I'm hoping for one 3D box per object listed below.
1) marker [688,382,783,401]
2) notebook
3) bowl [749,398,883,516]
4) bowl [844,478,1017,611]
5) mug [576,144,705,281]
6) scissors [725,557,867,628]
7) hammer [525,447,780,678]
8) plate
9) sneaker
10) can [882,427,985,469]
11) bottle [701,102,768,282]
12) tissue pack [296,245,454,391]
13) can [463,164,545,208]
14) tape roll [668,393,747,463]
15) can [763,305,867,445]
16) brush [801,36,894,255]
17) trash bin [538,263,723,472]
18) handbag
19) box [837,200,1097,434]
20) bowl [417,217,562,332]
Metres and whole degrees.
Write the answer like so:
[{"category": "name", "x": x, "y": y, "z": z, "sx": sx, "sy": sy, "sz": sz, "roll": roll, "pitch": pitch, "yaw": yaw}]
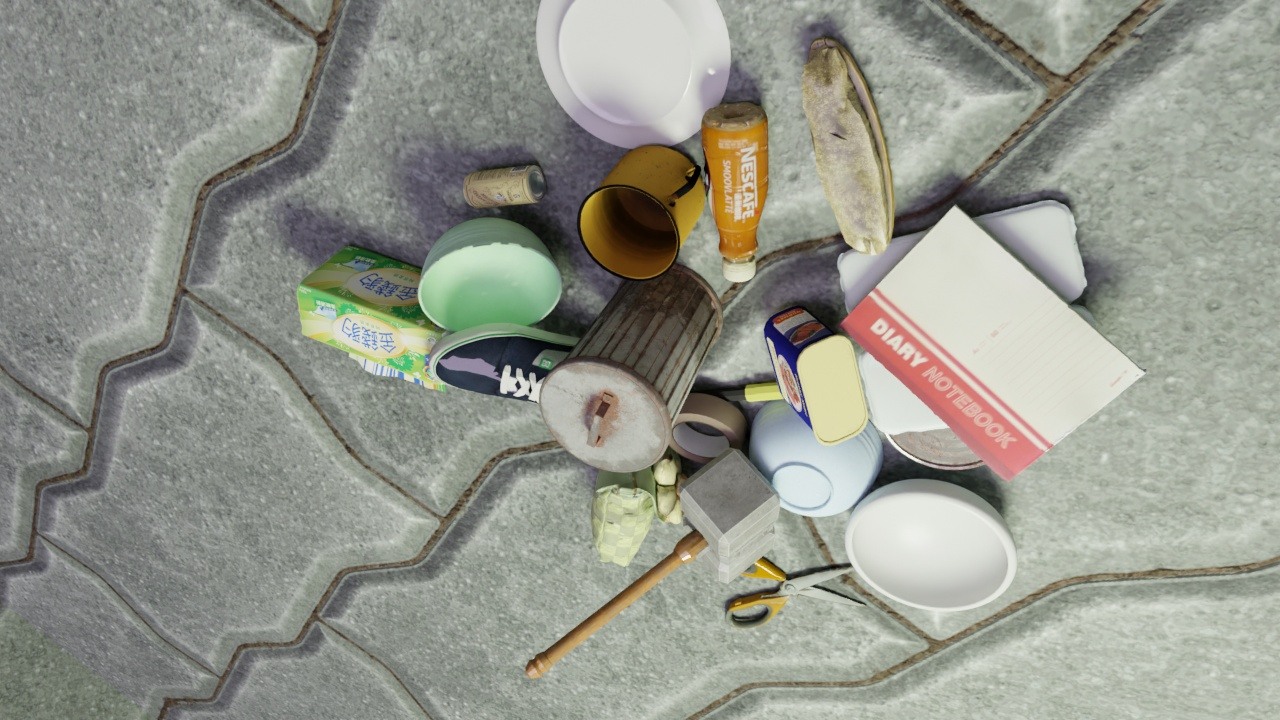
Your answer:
[{"category": "marker", "x": 0.107, "y": 0.037, "z": 1.013, "sx": 0.124, "sy": 0.017, "sz": 0.021, "roll": -6, "pitch": 166, "yaw": 30}, {"category": "notebook", "x": 0.301, "y": -0.012, "z": 0.807, "sx": 0.209, "sy": 0.012, "sz": 0.153, "roll": 44, "pitch": 119, "yaw": 8}, {"category": "bowl", "x": 0.184, "y": 0.116, "z": 1.001, "sx": 0.151, "sy": 0.074, "sz": 0.151, "roll": 13, "pitch": 130, "yaw": 16}, {"category": "bowl", "x": 0.316, "y": 0.189, "z": 0.999, "sx": 0.177, "sy": 0.066, "sz": 0.177, "roll": 13, "pitch": 129, "yaw": 16}, {"category": "mug", "x": 0.012, "y": -0.148, "z": 0.866, "sx": 0.124, "sy": 0.093, "sz": 0.100, "roll": -29, "pitch": 111, "yaw": 40}, {"category": "scissors", "x": 0.174, "y": 0.297, "z": 1.183, "sx": 0.225, "sy": 0.016, "sz": 0.217, "roll": 17, "pitch": 130, "yaw": 10}, {"category": "hammer", "x": 0.006, "y": 0.243, "z": 1.005, "sx": 0.083, "sy": 0.317, "sz": 0.163, "roll": 48, "pitch": 165, "yaw": 25}, {"category": "plate", "x": -0.012, "y": -0.277, "z": 0.832, "sx": 0.189, "sy": 0.016, "sz": 0.189, "roll": 13, "pitch": 129, "yaw": 16}, {"category": "sneaker", "x": -0.113, "y": 0.019, "z": 1.000, "sx": 0.235, "sy": 0.079, "sz": 0.084, "roll": 5, "pitch": 126, "yaw": -9}, {"category": "can", "x": 0.305, "y": 0.045, "z": 0.910, "sx": 0.130, "sy": 0.044, "sz": 0.130, "roll": 13, "pitch": 129, "yaw": 16}, {"category": "bottle", "x": 0.090, "y": -0.151, "z": 0.852, "sx": 0.059, "sy": 0.059, "sz": 0.167, "roll": 8, "pitch": 128, "yaw": 20}, {"category": "tissue pack", "x": -0.293, "y": -0.031, "z": 1.092, "sx": 0.198, "sy": 0.120, "sz": 0.142, "roll": 23, "pitch": 130, "yaw": 15}, {"category": "can", "x": -0.142, "y": -0.180, "z": 0.952, "sx": 0.080, "sy": 0.038, "sz": 0.038, "roll": -1, "pitch": 124, "yaw": 25}, {"category": "tape roll", "x": 0.072, "y": 0.078, "z": 1.039, "sx": 0.094, "sy": 0.030, "sz": 0.094, "roll": 14, "pitch": 143, "yaw": 11}, {"category": "can", "x": 0.171, "y": 0.012, "z": 0.908, "sx": 0.056, "sy": 0.092, "sz": 0.116, "roll": -23, "pitch": 119, "yaw": -5}, {"category": "brush", "x": 0.180, "y": -0.180, "z": 0.792, "sx": 0.059, "sy": 0.043, "sz": 0.195, "roll": -8, "pitch": 114, "yaw": 28}, {"category": "trash bin", "x": -0.005, "y": 0.005, "z": 0.913, "sx": 0.131, "sy": 0.210, "sz": 0.131, "roll": 13, "pitch": 129, "yaw": 16}, {"category": "handbag", "x": 0.001, "y": 0.168, "z": 1.113, "sx": 0.117, "sy": 0.113, "sz": 0.187, "roll": 12, "pitch": 133, "yaw": 0}, {"category": "box", "x": 0.295, "y": -0.033, "z": 0.827, "sx": 0.209, "sy": 0.037, "sz": 0.189, "roll": -10, "pitch": 104, "yaw": 27}, {"category": "bowl", "x": -0.163, "y": -0.099, "z": 0.983, "sx": 0.151, "sy": 0.077, "sz": 0.151, "roll": -9, "pitch": 145, "yaw": -7}]
